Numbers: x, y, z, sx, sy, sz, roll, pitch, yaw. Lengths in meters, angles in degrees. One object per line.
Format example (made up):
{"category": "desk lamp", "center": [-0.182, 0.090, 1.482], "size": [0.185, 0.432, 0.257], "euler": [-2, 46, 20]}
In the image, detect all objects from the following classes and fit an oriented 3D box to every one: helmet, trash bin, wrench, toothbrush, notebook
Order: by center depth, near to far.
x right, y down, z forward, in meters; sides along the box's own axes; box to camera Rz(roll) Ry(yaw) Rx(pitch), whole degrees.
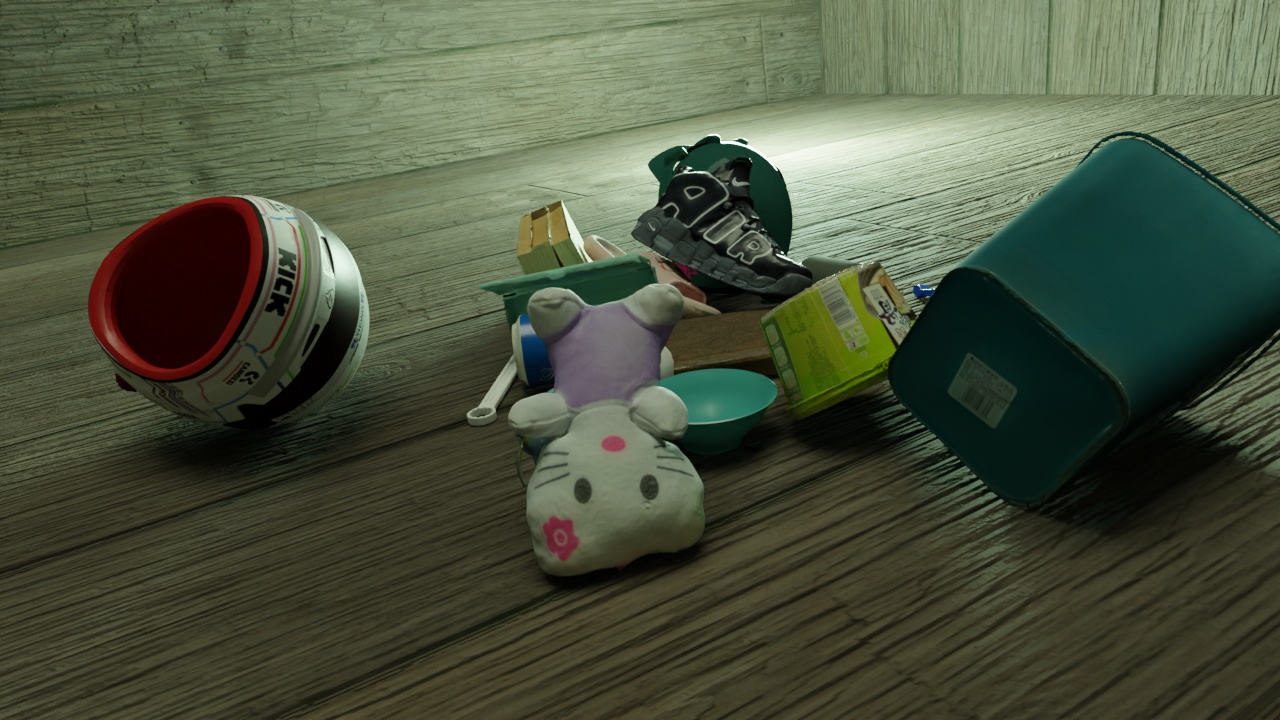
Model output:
{"category": "trash bin", "center": [0.327, -0.023, 0.688], "size": [0.218, 0.197, 0.199], "euler": [-29, 63, -29]}
{"category": "helmet", "center": [-0.400, -0.043, 0.957], "size": [0.315, 0.230, 0.236], "euler": [-2, -16, 29]}
{"category": "notebook", "center": [0.133, -0.015, 0.981], "size": [0.215, 0.034, 0.190], "euler": [-9, 20, -2]}
{"category": "wrench", "center": [-0.148, 0.012, 1.040], "size": [0.047, 0.009, 0.272], "euler": [-4, 21, 8]}
{"category": "toothbrush", "center": [0.345, -0.075, 1.054], "size": [0.011, 0.016, 0.186], "euler": [1, 8, 1]}
{"category": "helmet", "center": [0.106, -0.220, 1.301], "size": [0.176, 0.200, 0.275], "euler": [-12, 21, -14]}

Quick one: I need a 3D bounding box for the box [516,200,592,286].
{"category": "box", "center": [-0.100, -0.125, 1.207], "size": [0.092, 0.128, 0.249], "euler": [-18, 20, -1]}

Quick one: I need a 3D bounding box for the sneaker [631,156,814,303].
{"category": "sneaker", "center": [0.119, -0.168, 1.111], "size": [0.253, 0.151, 0.097], "euler": [27, 8, 30]}

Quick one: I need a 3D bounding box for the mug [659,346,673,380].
{"category": "mug", "center": [-0.005, 0.005, 0.912], "size": [0.090, 0.076, 0.123], "euler": [2, 24, 24]}

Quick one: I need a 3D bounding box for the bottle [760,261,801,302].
{"category": "bottle", "center": [0.195, -0.110, 1.219], "size": [0.033, 0.033, 0.122], "euler": [6, 24, 31]}

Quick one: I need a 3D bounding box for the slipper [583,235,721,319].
{"category": "slipper", "center": [0.012, -0.104, 1.132], "size": [0.222, 0.056, 0.106], "euler": [36, 11, 36]}

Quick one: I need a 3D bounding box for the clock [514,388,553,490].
{"category": "clock", "center": [-0.052, 0.067, 0.741], "size": [0.124, 0.089, 0.052], "euler": [-36, 17, -37]}

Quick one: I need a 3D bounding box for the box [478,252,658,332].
{"category": "box", "center": [-0.074, -0.066, 1.034], "size": [0.187, 0.078, 0.112], "euler": [-10, -9, 12]}

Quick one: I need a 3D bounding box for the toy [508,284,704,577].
{"category": "toy", "center": [-0.026, 0.050, 0.672], "size": [0.137, 0.209, 0.086], "euler": [-2, -13, -5]}

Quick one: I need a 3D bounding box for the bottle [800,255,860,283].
{"category": "bottle", "center": [0.243, -0.093, 1.120], "size": [0.060, 0.060, 0.108], "euler": [-19, 24, -30]}

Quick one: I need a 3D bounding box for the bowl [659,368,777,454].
{"category": "bowl", "center": [0.062, 0.051, 0.814], "size": [0.121, 0.046, 0.121], "euler": [-6, 20, 2]}

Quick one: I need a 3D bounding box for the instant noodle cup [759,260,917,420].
{"category": "instant noodle cup", "center": [0.177, -0.019, 0.810], "size": [0.146, 0.098, 0.146], "euler": [-26, -8, -4]}

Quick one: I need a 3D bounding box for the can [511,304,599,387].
{"category": "can", "center": [-0.062, -0.019, 0.994], "size": [0.146, 0.079, 0.079], "euler": [-8, 20, -1]}
